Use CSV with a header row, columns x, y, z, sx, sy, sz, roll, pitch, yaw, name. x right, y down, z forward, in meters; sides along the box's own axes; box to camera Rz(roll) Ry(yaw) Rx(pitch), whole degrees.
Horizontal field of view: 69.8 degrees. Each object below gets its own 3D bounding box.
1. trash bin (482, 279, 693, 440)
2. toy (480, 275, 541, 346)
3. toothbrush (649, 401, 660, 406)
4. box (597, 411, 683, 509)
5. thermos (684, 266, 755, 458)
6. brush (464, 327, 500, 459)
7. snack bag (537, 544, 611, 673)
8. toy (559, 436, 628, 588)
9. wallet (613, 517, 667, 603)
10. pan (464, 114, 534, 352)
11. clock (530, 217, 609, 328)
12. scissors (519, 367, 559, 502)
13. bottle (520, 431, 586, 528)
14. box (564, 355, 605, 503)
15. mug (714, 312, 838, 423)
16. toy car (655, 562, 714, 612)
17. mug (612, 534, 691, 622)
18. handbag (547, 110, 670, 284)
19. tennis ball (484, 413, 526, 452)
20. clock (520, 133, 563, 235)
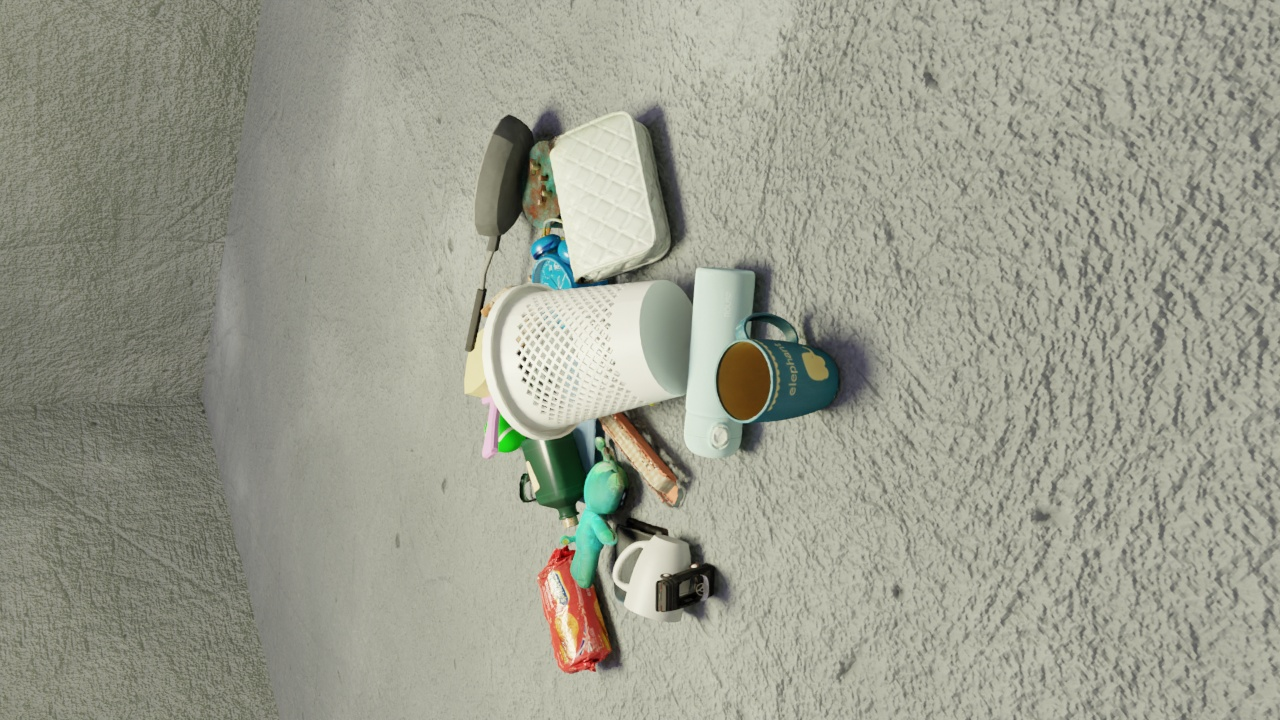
x,y,z,sx,sy,sz,roll,pitch,yaw,name
-0.046,-0.012,1.085,0.200,0.195,0.195,-9,84,34,trash bin
-0.169,-0.081,1.367,0.106,0.074,0.085,-40,90,24,toy
-0.007,0.007,1.186,0.135,0.016,0.021,62,139,34,toothbrush
-0.007,0.112,1.170,0.048,0.085,0.187,-42,46,1,box
0.086,0.003,1.012,0.078,0.065,0.207,-135,48,-78,thermos
-0.232,0.044,1.403,0.089,0.043,0.228,-36,40,38,brush
-0.096,0.349,1.276,0.083,0.082,0.176,-43,57,46,snack bag
-0.061,0.201,1.207,0.131,0.072,0.193,-168,93,-75,toy
0.000,0.267,1.182,0.089,0.026,0.115,5,96,52,wallet
-0.214,-0.180,1.356,0.178,0.041,0.358,-64,-11,-73,pan
-0.100,-0.115,1.244,0.117,0.060,0.161,13,116,51,clock
-0.149,0.122,1.380,0.203,0.015,0.201,-48,57,38,scissors
-0.112,0.163,1.255,0.061,0.061,0.131,-21,83,37,bottle
-0.075,0.094,1.279,0.066,0.037,0.209,12,104,41,box
0.136,0.005,0.912,0.085,0.104,0.112,-36,61,49,mug
0.053,0.262,1.053,0.037,0.092,0.040,5,96,43,toy car
0.012,0.256,1.115,0.107,0.071,0.089,14,88,39,mug
-0.039,-0.202,1.149,0.139,0.072,0.194,-15,78,26,handbag
-0.209,0.111,1.427,0.065,0.065,0.065,5,96,54,tennis ball
-0.109,-0.248,1.260,0.158,0.073,0.121,-37,62,48,clock
